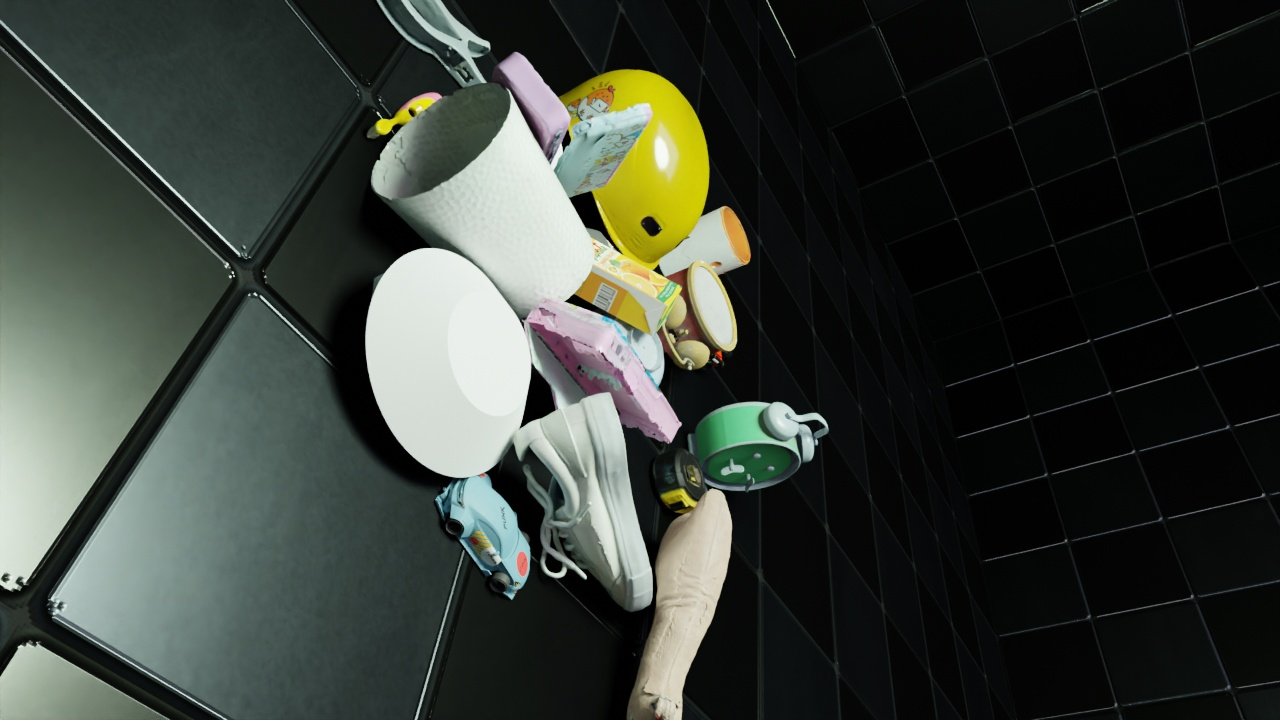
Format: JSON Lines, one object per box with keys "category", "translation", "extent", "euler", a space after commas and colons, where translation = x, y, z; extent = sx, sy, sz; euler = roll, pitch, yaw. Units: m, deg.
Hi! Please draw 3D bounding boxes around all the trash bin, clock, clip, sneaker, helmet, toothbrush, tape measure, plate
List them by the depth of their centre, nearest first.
{"category": "plate", "translation": [-0.125, -0.002, 0.682], "extent": [0.174, 0.036, 0.173], "euler": [28, 56, -54]}
{"category": "trash bin", "translation": [-0.122, -0.126, 0.772], "extent": [0.161, 0.133, 0.133], "euler": [53, 28, -42]}
{"category": "sneaker", "translation": [-0.048, 0.132, 0.777], "extent": [0.089, 0.090, 0.243], "euler": [-112, -171, -49]}
{"category": "toothbrush", "translation": [-0.204, -0.215, 0.802], "extent": [0.021, 0.016, 0.135], "euler": [59, 24, -18]}
{"category": "clip", "translation": [-0.196, -0.310, 0.879], "extent": [0.162, 0.027, 0.090], "euler": [25, 51, -57]}
{"category": "tape measure", "translation": [0.044, 0.133, 1.014], "extent": [0.072, 0.042, 0.071], "euler": [10, 65, -60]}
{"category": "helmet", "translation": [0.011, -0.240, 1.084], "extent": [0.209, 0.140, 0.240], "euler": [13, 50, -62]}
{"category": "clock", "translation": [0.146, 0.102, 1.101], "extent": [0.122, 0.162, 0.075], "euler": [42, 35, -47]}
{"category": "clock", "translation": [0.052, -0.048, 1.123], "extent": [0.117, 0.081, 0.158], "euler": [62, 26, -17]}

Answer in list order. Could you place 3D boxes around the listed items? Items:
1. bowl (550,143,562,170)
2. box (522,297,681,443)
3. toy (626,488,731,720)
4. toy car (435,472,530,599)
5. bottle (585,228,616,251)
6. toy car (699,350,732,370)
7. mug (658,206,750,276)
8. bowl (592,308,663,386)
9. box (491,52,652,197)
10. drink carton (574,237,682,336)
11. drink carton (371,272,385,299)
{"category": "bowl", "translation": [-0.113, -0.233, 0.971], "extent": [0.110, 0.041, 0.109], "euler": [45, 33, -42]}
{"category": "box", "translation": [-0.041, 0.039, 0.832], "extent": [0.090, 0.085, 0.230], "euler": [-63, 154, -16]}
{"category": "toy", "translation": [0.031, 0.250, 0.851], "extent": [0.196, 0.065, 0.263], "euler": [105, 3, -57]}
{"category": "toy car", "translation": [-0.111, 0.131, 0.704], "extent": [0.108, 0.028, 0.060], "euler": [59, 26, -21]}
{"category": "bottle", "translation": [-0.047, -0.118, 1.025], "extent": [0.110, 0.036, 0.036], "euler": [46, 33, -42]}
{"category": "toy car", "translation": [0.088, -0.036, 1.229], "extent": [0.051, 0.049, 0.100], "euler": [39, 38, -48]}
{"category": "mug", "translation": [0.084, -0.151, 1.242], "extent": [0.082, 0.105, 0.082], "euler": [45, 34, -43]}
{"category": "bowl", "translation": [-0.010, -0.008, 0.975], "extent": [0.114, 0.045, 0.114], "euler": [25, 56, -43]}
{"category": "box", "translation": [-0.075, -0.195, 0.827], "extent": [0.214, 0.140, 0.062], "euler": [159, -55, -76]}
{"category": "drink carton", "translation": [-0.025, -0.080, 0.965], "extent": [0.122, 0.041, 0.058], "euler": [28, 29, 4]}
{"category": "drink carton", "translation": [-0.155, -0.025, 0.721], "extent": [0.129, 0.039, 0.044], "euler": [41, 37, -48]}
